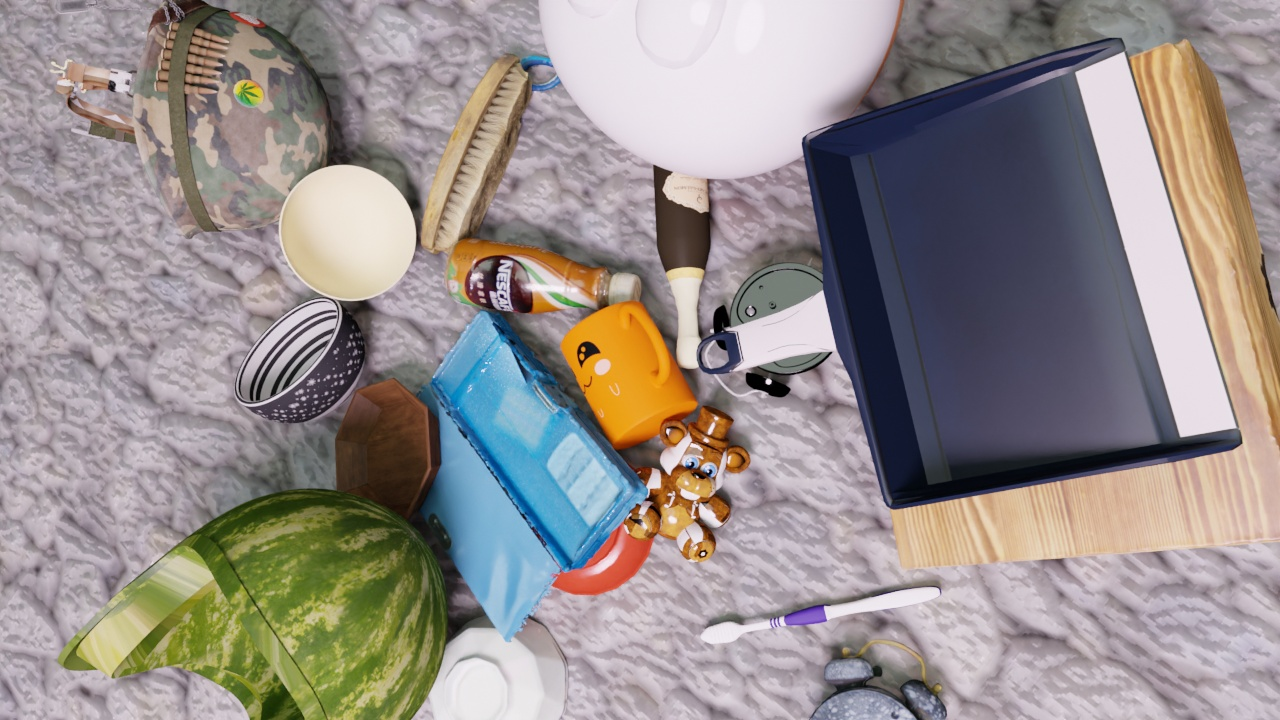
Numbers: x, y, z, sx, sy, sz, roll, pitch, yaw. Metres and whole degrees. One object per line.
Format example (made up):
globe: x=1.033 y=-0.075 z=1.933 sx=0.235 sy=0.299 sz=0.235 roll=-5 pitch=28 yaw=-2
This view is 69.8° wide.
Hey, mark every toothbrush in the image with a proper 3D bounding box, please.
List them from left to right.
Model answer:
toothbrush: x=0.137 y=0.196 z=0.708 sx=0.187 sy=0.016 sz=0.015 roll=-14 pitch=77 yaw=10

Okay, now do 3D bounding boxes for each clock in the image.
clock: x=0.108 y=-0.023 z=0.739 sx=0.121 sy=0.042 sz=0.091 roll=-39 pitch=73 yaw=6
clock: x=0.169 y=0.268 z=0.668 sx=0.090 sy=0.052 sz=0.129 roll=19 pitch=86 yaw=17

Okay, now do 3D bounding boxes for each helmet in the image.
helmet: x=-0.404 y=-0.224 z=0.828 sx=0.236 sy=0.193 sz=0.224 roll=-12 pitch=90 yaw=-14
helmet: x=-0.261 y=0.209 z=0.692 sx=0.247 sy=0.243 sz=0.213 roll=-42 pitch=76 yaw=9

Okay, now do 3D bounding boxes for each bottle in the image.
bottle: x=-0.083 y=-0.068 z=0.790 sx=0.167 sy=0.059 sz=0.059 roll=9 pitch=83 yaw=14
bottle: x=0.037 y=-0.085 z=0.767 sx=0.045 sy=0.045 sz=0.184 roll=-5 pitch=79 yaw=14

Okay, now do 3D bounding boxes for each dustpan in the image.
dustpan: x=0.162 y=-0.034 z=0.546 sx=0.274 sy=0.080 sz=0.236 roll=-19 pitch=78 yaw=39

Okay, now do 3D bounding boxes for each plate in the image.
plate: x=-0.217 y=0.082 z=0.799 sx=0.132 sy=0.025 sz=0.131 roll=-6 pitch=80 yaw=36

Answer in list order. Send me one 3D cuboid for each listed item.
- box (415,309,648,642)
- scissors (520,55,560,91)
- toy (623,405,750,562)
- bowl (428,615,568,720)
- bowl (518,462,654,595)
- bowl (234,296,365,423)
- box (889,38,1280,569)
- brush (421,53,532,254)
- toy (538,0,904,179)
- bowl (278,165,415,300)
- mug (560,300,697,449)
box: x=-0.117 y=0.089 z=0.759 sx=0.175 sy=0.033 sz=0.231 roll=-50 pitch=58 yaw=13
scissors: x=-0.057 y=-0.269 z=0.843 sx=0.127 sy=0.012 sz=0.137 roll=-31 pitch=76 yaw=7
toy: x=0.039 y=0.093 z=0.727 sx=0.087 sy=0.067 sz=0.113 roll=23 pitch=100 yaw=-7
bowl: x=-0.122 y=0.265 z=0.742 sx=0.117 sy=0.061 sz=0.117 roll=-3 pitch=79 yaw=14
bowl: x=-0.050 y=0.133 z=0.758 sx=0.122 sy=0.035 sz=0.122 roll=-3 pitch=80 yaw=14
bowl: x=-0.293 y=0.009 z=0.822 sx=0.120 sy=0.066 sz=0.120 roll=-21 pitch=43 yaw=21
box: x=0.285 y=-0.013 z=0.631 sx=0.259 sy=0.220 sz=0.279 roll=-15 pitch=81 yaw=38
brush: x=-0.146 y=-0.185 z=0.827 sx=0.043 sy=0.059 sz=0.195 roll=22 pitch=85 yaw=6
toy: x=0.070 y=-0.277 z=0.682 sx=0.263 sy=0.279 sz=0.266 roll=39 pitch=127 yaw=19
bowl: x=-0.273 y=-0.114 z=0.835 sx=0.074 sy=0.118 sz=0.118 roll=8 pitch=80 yaw=59
mug: x=-0.004 y=0.004 z=0.731 sx=0.077 sy=0.113 sz=0.096 roll=-20 pitch=72 yaw=-28
